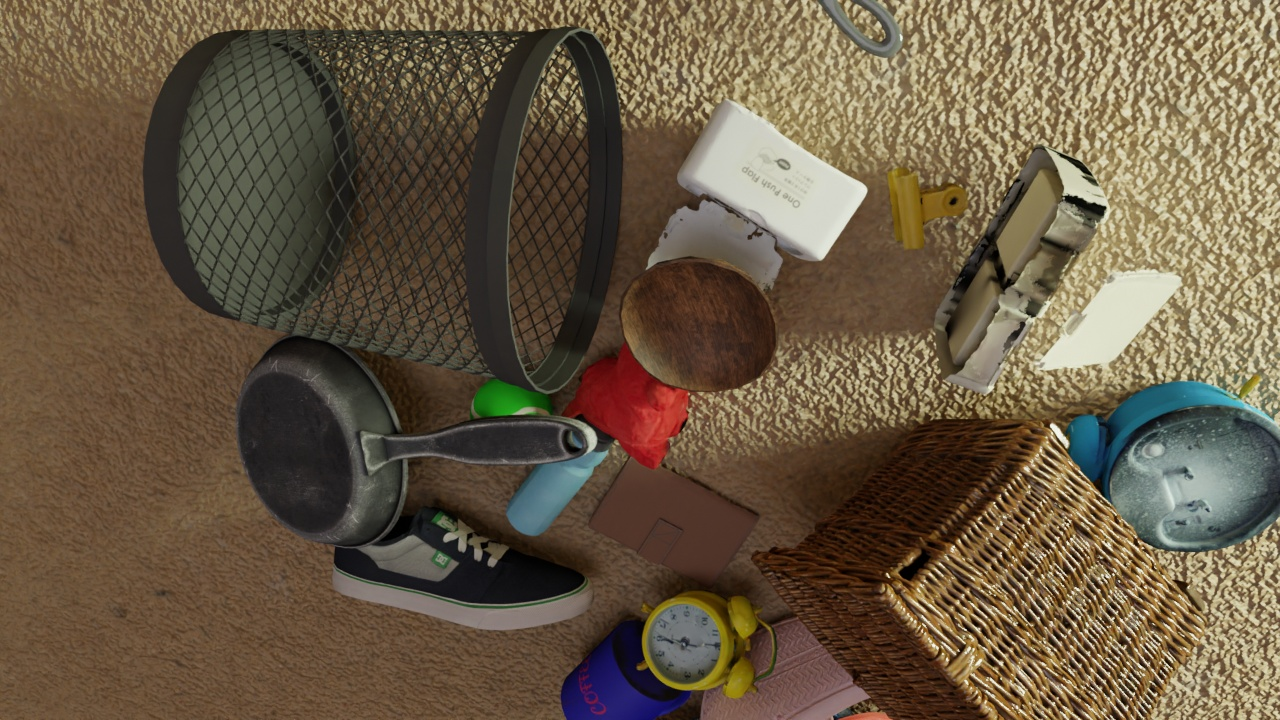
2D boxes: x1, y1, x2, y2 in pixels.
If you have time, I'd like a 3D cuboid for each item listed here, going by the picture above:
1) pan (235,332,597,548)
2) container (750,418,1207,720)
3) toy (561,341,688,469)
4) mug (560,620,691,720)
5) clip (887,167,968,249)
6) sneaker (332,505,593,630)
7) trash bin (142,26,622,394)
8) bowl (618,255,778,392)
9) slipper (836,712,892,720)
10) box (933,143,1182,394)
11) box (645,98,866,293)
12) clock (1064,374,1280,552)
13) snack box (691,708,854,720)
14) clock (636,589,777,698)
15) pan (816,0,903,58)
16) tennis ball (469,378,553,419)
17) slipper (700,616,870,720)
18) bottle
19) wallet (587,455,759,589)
[{"bbox_3d":[-0.194,0.066,0.717,0.358,0.055,0.187,-2,102,32],"label":"pan"},{"bbox_3d":[0.243,0.167,0.632,0.183,0.162,0.250,-46,102,-18],"label":"container"},{"bbox_3d":[-0.004,0.004,0.679,0.094,0.088,0.133,24,116,13],"label":"toy"},{"bbox_3d":[-0.003,0.294,0.825,0.111,0.079,0.084,21,122,-31],"label":"mug"},{"bbox_3d":[0.190,-0.103,0.610,0.049,0.044,0.054,5,118,38],"label":"clip"},{"bbox_3d":[-0.155,0.171,0.793,0.235,0.084,0.079,7,104,10],"label":"sneaker"},{"bbox_3d":[-0.150,-0.104,0.584,0.227,0.217,0.218,9,117,12],"label":"trash bin"},{"bbox_3d":[0.039,-0.028,0.601,0.102,0.026,0.114,-4,132,16],"label":"bowl"},{"bbox_3d":[0.127,0.373,0.759,0.248,0.059,0.104,-14,117,-21],"label":"slipper"},{"bbox_3d":[0.245,-0.027,0.546,0.070,0.186,0.144,21,125,0],"label":"box"},{"bbox_3d":[0.058,-0.081,0.602,0.109,0.121,0.136,33,96,-5],"label":"box"},{"bbox_3d":[0.364,0.076,0.645,0.162,0.060,0.117,-21,111,22],"label":"clock"},{"bbox_3d":[0.118,0.342,0.844,0.150,0.027,0.082,-37,103,25],"label":"snack box"},{"bbox_3d":[0.057,0.236,0.769,0.119,0.057,0.083,1,77,20],"label":"clock"},{"bbox_3d":[0.021,-0.303,0.550,0.354,0.024,0.217,38,117,-7],"label":"pan"},{"bbox_3d":[-0.101,0.043,0.723,0.065,0.065,0.065,5,116,10],"label":"tennis ball"},{"bbox_3d":[0.142,0.263,0.765,0.222,0.106,0.055,-33,123,18],"label":"slipper"},{"bbox_3d":[-0.064,0.090,0.752,0.040,0.040,0.130,35,118,-6],"label":"bottle"},{"bbox_3d":[0.027,0.135,0.770,0.121,0.013,0.088,28,116,-4],"label":"wallet"}]
